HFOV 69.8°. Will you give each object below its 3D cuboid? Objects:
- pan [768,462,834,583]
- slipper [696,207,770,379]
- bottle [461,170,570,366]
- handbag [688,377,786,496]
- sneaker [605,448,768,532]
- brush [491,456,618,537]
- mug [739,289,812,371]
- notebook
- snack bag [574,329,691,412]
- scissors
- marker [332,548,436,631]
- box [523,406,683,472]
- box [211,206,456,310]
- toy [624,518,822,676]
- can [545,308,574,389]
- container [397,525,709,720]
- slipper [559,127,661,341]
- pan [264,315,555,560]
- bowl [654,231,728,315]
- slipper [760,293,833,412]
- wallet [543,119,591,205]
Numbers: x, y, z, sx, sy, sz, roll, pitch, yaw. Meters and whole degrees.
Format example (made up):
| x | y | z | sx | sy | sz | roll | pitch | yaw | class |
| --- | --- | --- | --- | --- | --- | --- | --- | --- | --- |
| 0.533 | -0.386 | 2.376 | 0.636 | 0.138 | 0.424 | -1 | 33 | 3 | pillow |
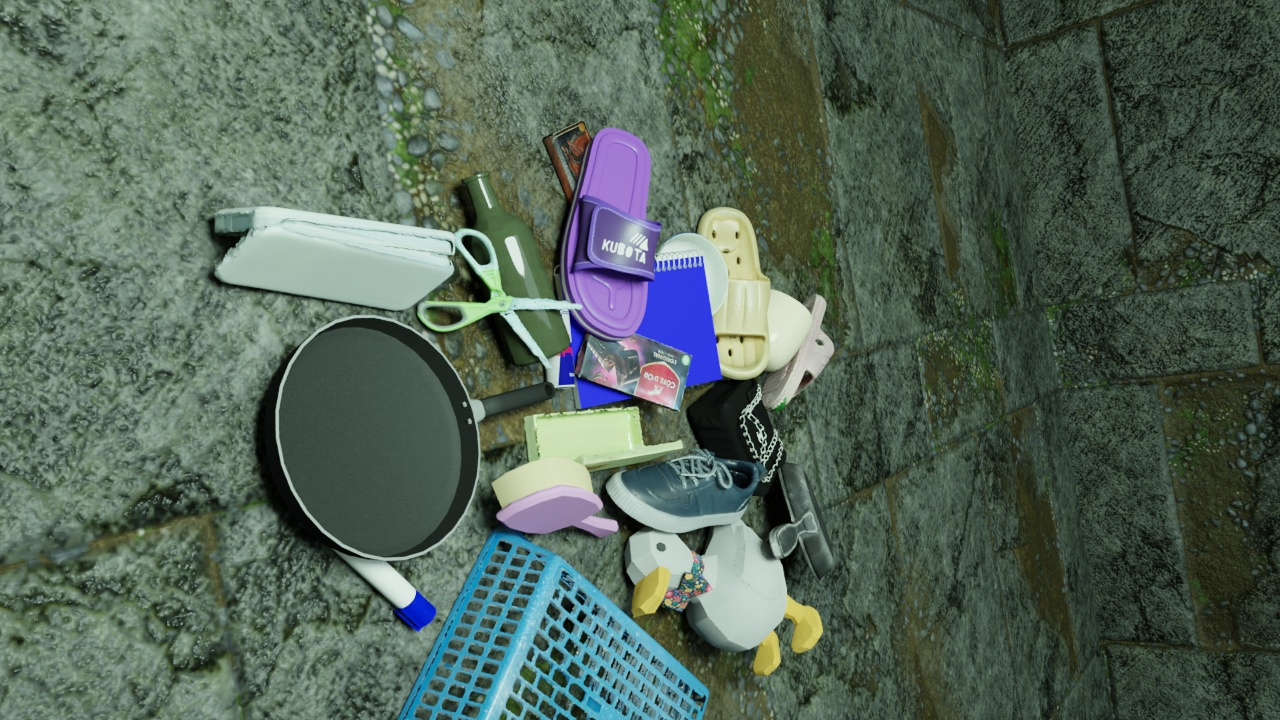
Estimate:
| x | y | z | sx | sy | sz | roll | pitch | yaw | class |
| --- | --- | --- | --- | --- | --- | --- | --- | --- | --- |
| 0.220 | 0.231 | 1.278 | 0.356 | 0.055 | 0.187 | 14 | 58 | -77 | pan |
| 0.127 | -0.106 | 1.283 | 0.111 | 0.079 | 0.261 | 0 | 72 | -7 | slipper |
| -0.141 | -0.099 | 0.987 | 0.071 | 0.072 | 0.207 | -34 | 109 | -48 | bottle |
| 0.156 | 0.100 | 1.279 | 0.124 | 0.115 | 0.154 | -44 | 113 | -48 | handbag |
| 0.065 | 0.153 | 1.142 | 0.235 | 0.089 | 0.087 | 7 | 122 | -43 | sneaker |
| -0.079 | 0.156 | 0.994 | 0.228 | 0.089 | 0.043 | 42 | 26 | -64 | brush |
| 0.190 | -0.032 | 1.367 | 0.099 | 0.096 | 0.120 | -55 | 164 | -18 | mug |
| 0.001 | -0.044 | 1.135 | 0.208 | 0.022 | 0.171 | -11 | 93 | -31 | notebook |
| -0.007 | 0.006 | 1.107 | 0.155 | 0.018 | 0.074 | 20 | 78 | -31 | snack bag |
| -0.143 | -0.065 | 0.945 | 0.171 | 0.025 | 0.160 | -2 | 92 | -18 | scissors |
| -0.240 | 0.200 | 0.845 | 0.027 | 0.023 | 0.133 | -49 | 122 | -22 | marker |
| -0.045 | 0.087 | 1.073 | 0.187 | 0.092 | 0.083 | -1 | 67 | -54 | box |
| -0.265 | -0.112 | 0.817 | 0.215 | 0.123 | 0.083 | 10 | 52 | -54 | box |
| 0.098 | 0.281 | 1.164 | 0.267 | 0.141 | 0.246 | 40 | 32 | -9 | toy |
| -0.095 | -0.014 | 1.056 | 0.032 | 0.032 | 0.095 | 1 | 82 | -51 | can |
| -0.064 | 0.373 | 0.974 | 0.362 | 0.089 | 0.256 | 50 | 48 | -33 | container |
| -0.023 | -0.163 | 1.073 | 0.107 | 0.084 | 0.266 | 15 | 67 | -25 | slipper |
| -0.203 | 0.061 | 0.896 | 0.355 | 0.034 | 0.225 | -15 | 89 | -56 | pan |
| 0.052 | -0.107 | 1.220 | 0.118 | 0.062 | 0.118 | 3 | 84 | -31 | bowl |
| 0.257 | -0.008 | 1.432 | 0.064 | 0.094 | 0.238 | 34 | 49 | -9 | slipper |
| -0.072 | -0.229 | 1.137 | 0.072 | 0.019 | 0.123 | -42 | 115 | -46 | wallet |
